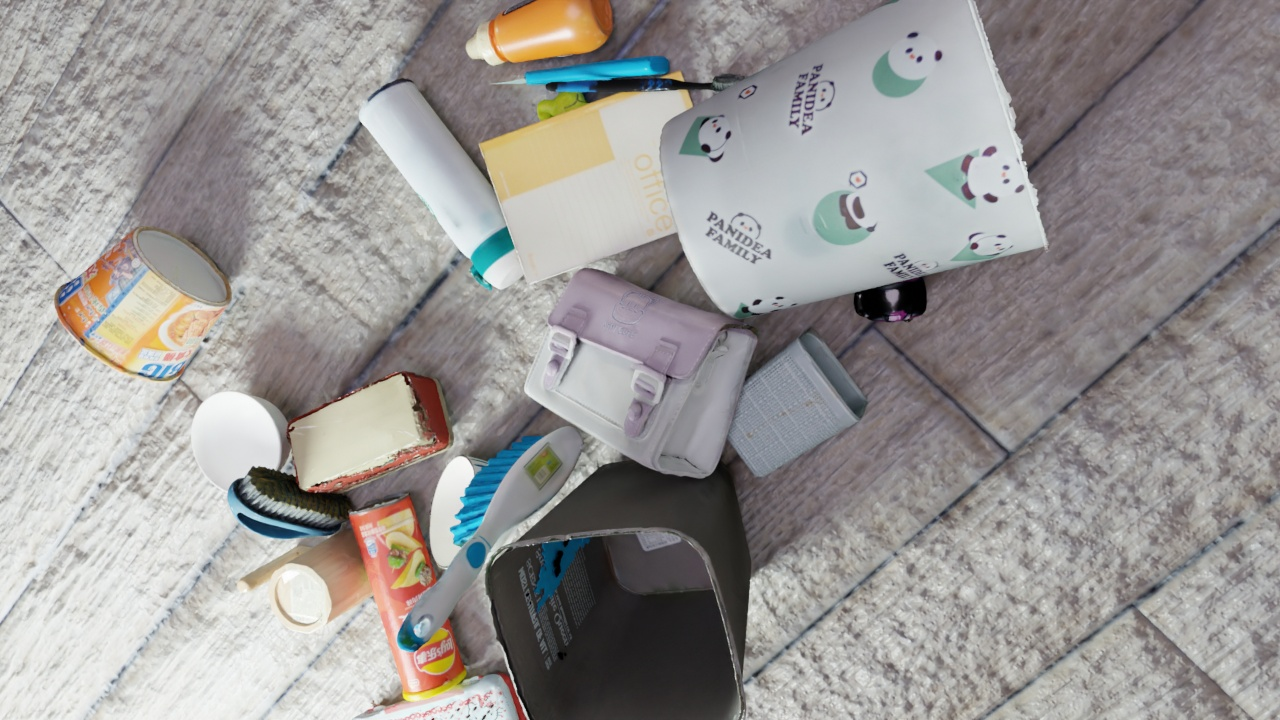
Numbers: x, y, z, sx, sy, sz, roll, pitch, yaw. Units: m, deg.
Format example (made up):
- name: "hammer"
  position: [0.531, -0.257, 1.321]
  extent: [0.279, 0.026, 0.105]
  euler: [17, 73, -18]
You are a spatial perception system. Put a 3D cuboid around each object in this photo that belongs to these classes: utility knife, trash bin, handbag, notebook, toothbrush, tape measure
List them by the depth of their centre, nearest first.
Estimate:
- name: "trash bin"
  position: [0.167, -0.157, 0.742]
  extent: [0.252, 0.229, 0.229]
  euler: [-17, 93, 23]
- name: "tape measure"
  position: [0.225, -0.054, 0.818]
  extent: [0.058, 0.056, 0.039]
  euler: [-2, 103, 32]
- name: "trash bin"
  position: [0.001, 0.197, 0.828]
  extent: [0.199, 0.219, 0.199]
  euler: [-10, 105, 17]
- name: "handbag"
  position: [-0.005, 0.005, 0.841]
  extent: [0.197, 0.098, 0.145]
  euler: [25, 94, 42]
- name: "toothbrush"
  position: [0.004, -0.258, 0.857]
  extent: [0.189, 0.016, 0.014]
  euler: [1, 82, 4]
- name: "notebook"
  position: [-0.035, -0.173, 0.876]
  extent: [0.206, 0.010, 0.146]
  euler: [-19, 92, 3]
- name: "utility knife"
  position: [-0.065, -0.277, 0.887]
  extent: [0.186, 0.034, 0.018]
  euler: [0, 108, 19]

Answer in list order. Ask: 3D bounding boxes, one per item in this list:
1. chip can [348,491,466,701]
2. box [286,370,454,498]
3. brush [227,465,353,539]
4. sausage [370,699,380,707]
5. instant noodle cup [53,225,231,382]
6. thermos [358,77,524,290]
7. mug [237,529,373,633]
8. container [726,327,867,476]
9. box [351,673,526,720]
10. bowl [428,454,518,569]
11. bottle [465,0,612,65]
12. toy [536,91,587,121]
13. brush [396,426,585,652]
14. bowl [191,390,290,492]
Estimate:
- name: "chip can"
  position: [-0.253, 0.255, 1.002]
  extent: [0.073, 0.073, 0.216]
  euler: [-15, 93, 18]
- name: "box"
  position: [-0.292, 0.079, 0.972]
  extent: [0.169, 0.077, 0.091]
  euler: [-23, 75, 18]
- name: "brush"
  position: [-0.385, 0.162, 0.995]
  extent: [0.073, 0.143, 0.055]
  euler: [-42, 54, 12]
- name: "sausage"
  position: [-0.287, 0.469, 1.070]
  extent: [0.020, 0.020, 0.156]
  euler: [-17, 92, 18]
- name: "instant noodle cup"
  position: [-0.533, -0.068, 1.004]
  extent: [0.111, 0.151, 0.151]
  euler: [-43, 85, 9]
- name: "thermos"
  position: [-0.190, -0.172, 0.921]
  extent: [0.073, 0.073, 0.224]
  euler: [-38, 87, 18]
- name: "mug"
  position: [-0.362, 0.239, 1.014]
  extent: [0.125, 0.103, 0.084]
  euler: [7, 100, 15]
- name: "container"
  position: [0.134, 0.041, 0.845]
  extent: [0.112, 0.090, 0.090]
  euler: [-37, 86, 21]
- name: "box"
  position: [-0.228, 0.408, 1.019]
  extent: [0.201, 0.047, 0.087]
  euler: [-21, 91, 13]
- name: "bowl"
  position: [-0.167, 0.160, 0.953]
  extent: [0.066, 0.116, 0.116]
  euler: [14, 107, -31]
- name: "bottle"
  position: [-0.102, -0.316, 0.879]
  extent: [0.150, 0.066, 0.067]
  euler: [-7, 96, 25]
- name: "toy"
  position: [-0.071, -0.211, 0.898]
  extent: [0.097, 0.031, 0.100]
  euler: [38, 102, 8]
- name: "brush"
  position: [-0.139, 0.150, 0.817]
  extent: [0.110, 0.313, 0.060]
  euler: [-26, 104, 40]
- name: "bowl"
  position: [-0.435, 0.086, 1.033]
  extent: [0.118, 0.064, 0.118]
  euler: [3, 100, 16]
